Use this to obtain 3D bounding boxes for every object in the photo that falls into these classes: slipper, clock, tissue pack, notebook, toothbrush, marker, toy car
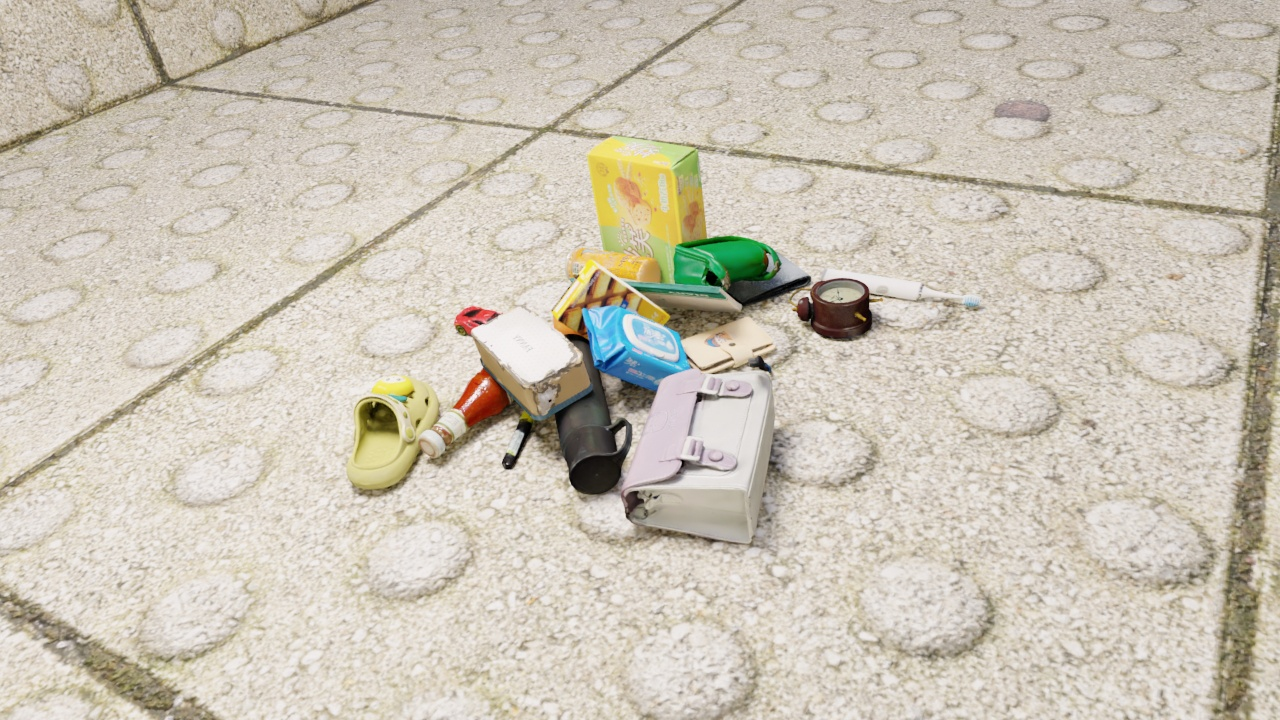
[{"bbox_3d":[-0.309,0.074,1.132,0.092,0.082,0.190,0,38,6],"label":"slipper"},{"bbox_3d":[0.262,-0.074,1.251,0.122,0.055,0.081,17,42,33],"label":"clock"},{"bbox_3d":[-0.001,-0.014,1.159,0.157,0.052,0.094,20,36,-32],"label":"tissue pack"},{"bbox_3d":[0.025,-0.091,1.273,0.209,0.012,0.150,5,-5,18],"label":"notebook"},{"bbox_3d":[0.365,-0.101,1.295,0.221,0.027,0.026,12,50,25],"label":"toothbrush"},{"bbox_3d":[-0.146,0.089,1.136,0.018,0.015,0.123,2,39,14],"label":"marker"},{"bbox_3d":[-0.221,-0.054,1.338,0.106,0.031,0.049,15,42,26],"label":"toy car"},{"bbox_3d":[0.145,0.006,1.102,0.016,0.014,0.189,-14,-6,11],"label":"toothbrush"}]

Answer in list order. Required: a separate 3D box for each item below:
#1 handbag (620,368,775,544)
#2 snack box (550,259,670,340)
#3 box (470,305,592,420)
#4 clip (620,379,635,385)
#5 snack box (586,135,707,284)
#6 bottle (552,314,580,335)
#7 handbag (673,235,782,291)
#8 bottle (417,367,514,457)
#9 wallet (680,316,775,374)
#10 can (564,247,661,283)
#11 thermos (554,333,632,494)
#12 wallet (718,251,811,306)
[{"bbox_3d":[0.068,0.097,1.019,0.145,0.098,0.196,-2,35,17],"label":"handbag"},{"bbox_3d":[-0.038,-0.061,1.198,0.087,0.140,0.033,-51,39,9],"label":"snack box"},{"bbox_3d":[-0.138,-0.004,1.119,0.089,0.060,0.184,-29,37,-17],"label":"box"},{"bbox_3d":[-0.004,0.007,1.215,0.045,0.027,0.058,10,38,36],"label":"clip"},{"bbox_3d":[0.015,-0.216,1.365,0.158,0.210,0.069,18,43,33],"label":"snack box"},{"bbox_3d":[-0.047,-0.056,1.284,0.149,0.067,0.066,-3,35,-6],"label":"bottle"},{"bbox_3d":[0.116,-0.131,1.293,0.131,0.068,0.120,-13,22,-35],"label":"handbag"},{"bbox_3d":[-0.202,0.049,1.166,0.060,0.060,0.205,16,42,29],"label":"bottle"},{"bbox_3d":[0.115,-0.019,1.230,0.115,0.024,0.087,-19,38,-17],"label":"wallet"},{"bbox_3d":[-0.042,-0.134,1.382,0.146,0.058,0.058,13,40,34],"label":"can"},{"bbox_3d":[-0.062,0.055,1.114,0.090,0.068,0.242,-33,36,9],"label":"thermos"},{"bbox_3d":[0.179,-0.122,1.369,0.120,0.019,0.097,-21,35,-15],"label":"wallet"}]
